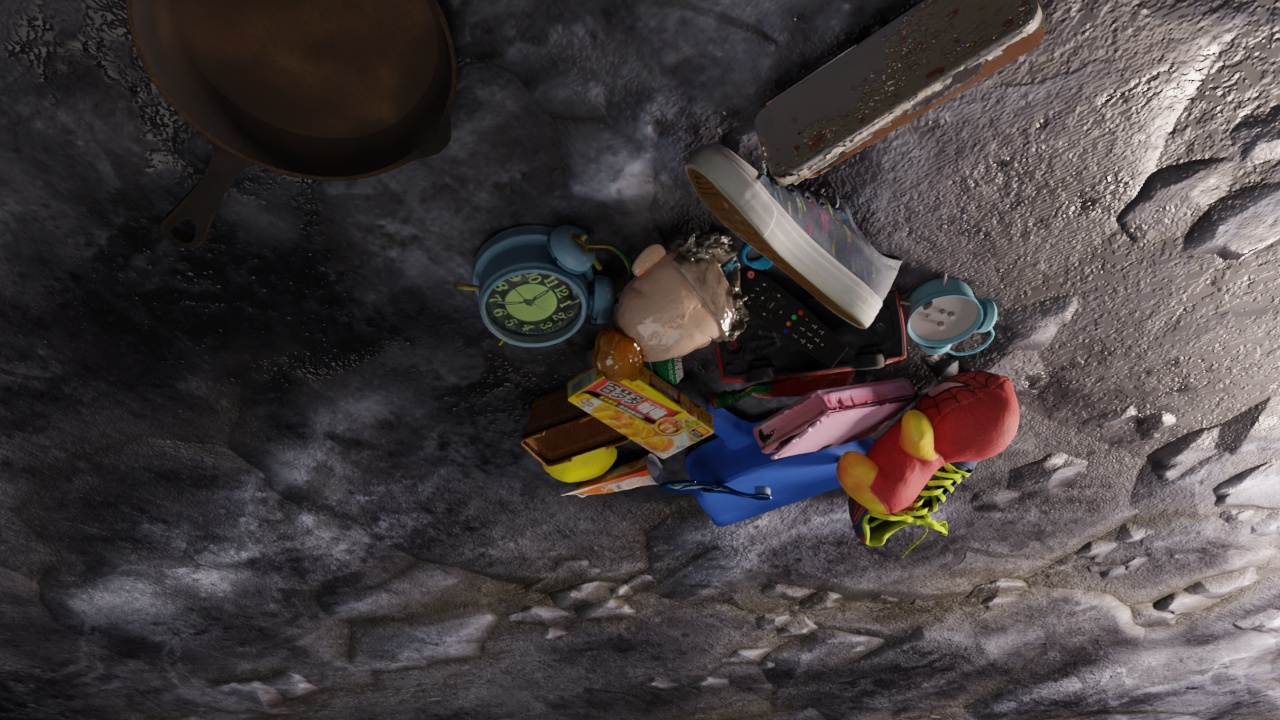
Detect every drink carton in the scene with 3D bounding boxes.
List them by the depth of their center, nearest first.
[{"bbox_3d":[-0.037,0.153,1.156,0.122,0.039,0.069,-19,171,17],"label":"drink carton"}]

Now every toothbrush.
[{"bbox_3d":[0.088,0.152,1.085,0.132,0.016,0.021,4,138,8],"label":"toothbrush"}]

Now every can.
[{"bbox_3d":[-0.006,0.006,0.974,0.101,0.053,0.053,-6,140,4],"label":"can"}]

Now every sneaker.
[{"bbox_3d":[0.139,-0.123,0.809,0.235,0.087,0.079,36,92,-25],"label":"sneaker"},{"bbox_3d":[0.358,0.157,1.142,0.116,0.090,0.243,21,134,-22],"label":"sneaker"}]

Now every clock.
[{"bbox_3d":[-0.086,-0.073,0.873,0.162,0.060,0.118,-20,135,15],"label":"clock"},{"bbox_3d":[0.320,-0.039,0.945,0.088,0.041,0.123,-32,130,30],"label":"clock"}]

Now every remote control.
[{"bbox_3d":[0.145,-0.041,0.899,0.125,0.010,0.039,39,93,5],"label":"remote control"}]

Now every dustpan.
[{"bbox_3d":[0.132,0.115,1.098,0.246,0.059,0.257,-24,149,24],"label":"dustpan"}]

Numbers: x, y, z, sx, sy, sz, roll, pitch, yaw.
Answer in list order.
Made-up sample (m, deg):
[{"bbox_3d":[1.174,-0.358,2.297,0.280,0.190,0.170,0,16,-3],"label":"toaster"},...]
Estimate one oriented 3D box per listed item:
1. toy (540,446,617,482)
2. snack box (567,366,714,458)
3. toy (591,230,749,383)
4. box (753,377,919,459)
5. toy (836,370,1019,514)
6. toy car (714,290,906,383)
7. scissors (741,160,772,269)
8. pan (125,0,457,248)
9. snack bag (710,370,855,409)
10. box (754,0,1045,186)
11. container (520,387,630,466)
[{"bbox_3d":[-0.075,0.115,1.112,0.094,0.041,0.096,-8,139,-2],"label":"toy"},{"bbox_3d":[0.002,0.049,0.962,0.075,0.025,0.152,-31,131,30],"label":"snack box"},{"bbox_3d":[0.025,-0.046,0.867,0.175,0.076,0.133,-37,116,-9],"label":"toy"},{"bbox_3d":[0.215,0.060,0.972,0.098,0.046,0.232,-34,162,32],"label":"box"},{"bbox_3d":[0.322,0.090,1.018,0.216,0.098,0.147,-33,172,5],"label":"toy"},{"bbox_3d":[0.170,-0.025,0.928,0.189,0.081,0.056,-7,179,8],"label":"toy car"},{"bbox_3d":[0.128,-0.138,0.844,0.103,0.015,0.134,-6,136,11],"label":"scissors"},{"bbox_3d":[-0.292,-0.205,0.717,0.248,0.043,0.357,28,131,-31],"label":"pan"},{"bbox_3d":[0.148,0.031,0.987,0.155,0.044,0.087,-12,173,-14],"label":"snack bag"},{"bbox_3d":[0.200,-0.212,0.710,0.217,0.095,0.107,-29,158,28],"label":"box"},{"bbox_3d":[-0.073,0.068,1.039,0.114,0.061,0.063,-20,137,20],"label":"container"}]
